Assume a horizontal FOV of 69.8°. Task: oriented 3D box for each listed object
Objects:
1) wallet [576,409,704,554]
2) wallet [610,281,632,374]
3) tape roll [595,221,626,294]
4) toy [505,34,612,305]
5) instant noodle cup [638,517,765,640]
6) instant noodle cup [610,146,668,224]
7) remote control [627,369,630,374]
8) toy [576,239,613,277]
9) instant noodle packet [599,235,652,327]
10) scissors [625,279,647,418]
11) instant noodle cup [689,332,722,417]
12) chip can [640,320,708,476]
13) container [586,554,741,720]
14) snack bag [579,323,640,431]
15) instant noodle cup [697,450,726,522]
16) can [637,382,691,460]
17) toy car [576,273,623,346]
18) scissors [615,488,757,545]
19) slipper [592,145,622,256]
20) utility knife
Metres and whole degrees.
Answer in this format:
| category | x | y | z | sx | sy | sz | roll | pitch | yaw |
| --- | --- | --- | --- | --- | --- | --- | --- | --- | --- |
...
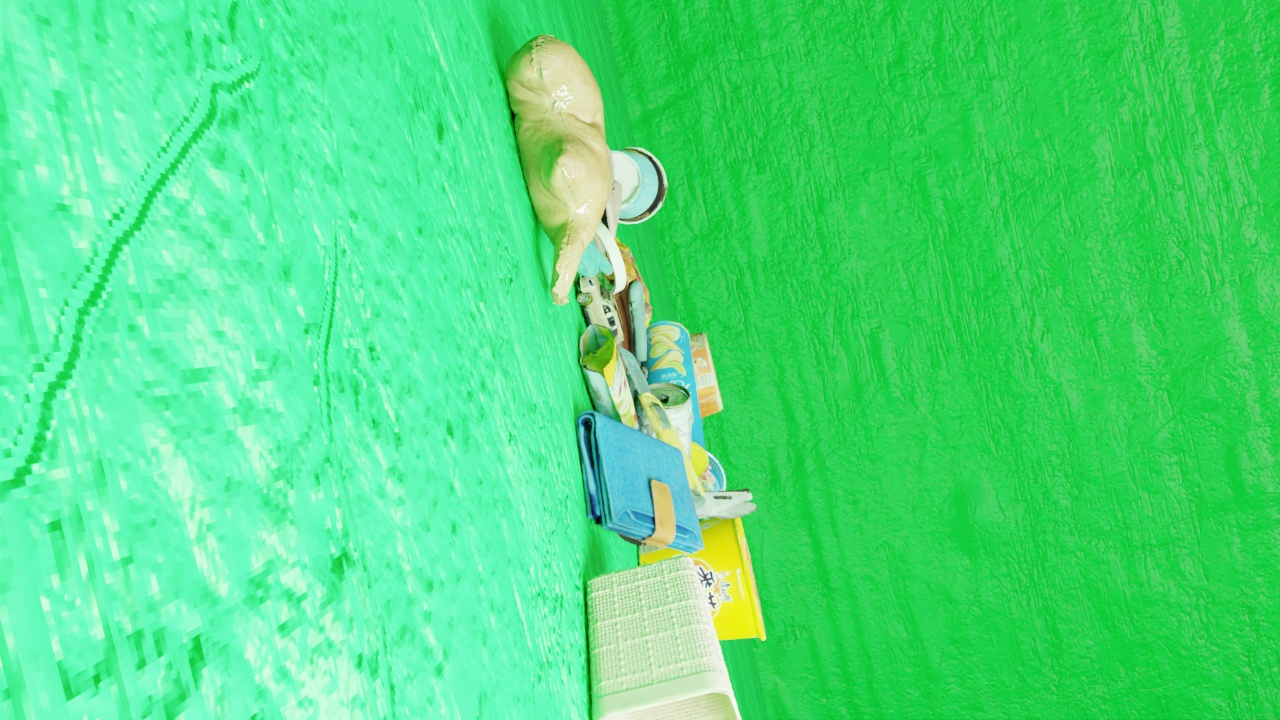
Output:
| category | x | y | z | sx | sy | sz | roll | pitch | yaw |
| --- | --- | --- | --- | --- | --- | --- | --- | --- | --- |
| wallet | 0.001 | 0.105 | 0.774 | 0.133 | 0.040 | 0.106 | 28 | 42 | -48 |
| wallet | -0.027 | -0.035 | 1.078 | 0.124 | 0.032 | 0.101 | -65 | 147 | -76 |
| tape roll | -0.043 | -0.111 | 0.983 | 0.086 | 0.013 | 0.086 | 50 | -24 | 31 |
| toy | -0.064 | -0.159 | 0.783 | 0.143 | 0.082 | 0.226 | 7 | 73 | -79 |
| instant noodle cup | 0.062 | 0.231 | 0.952 | 0.138 | 0.110 | 0.138 | -12 | 89 | -85 |
| instant noodle cup | -0.025 | -0.248 | 1.282 | 0.120 | 0.111 | 0.111 | -33 | 110 | -78 |
| remote control | -0.010 | 0.012 | 1.196 | 0.058 | 0.021 | 0.149 | 68 | 10 | -59 |
| toy | -0.057 | -0.111 | 0.904 | 0.096 | 0.030 | 0.091 | 48 | 16 | -29 |
| instant noodle packet | -0.019 | -0.101 | 1.193 | 0.128 | 0.044 | 0.111 | -92 | 157 | -72 |
| scissors | -0.006 | 0.006 | 1.022 | 0.179 | 0.019 | 0.170 | -78 | 167 | -62 |
| instant noodle cup | 0.056 | 0.028 | 1.366 | 0.151 | 0.111 | 0.151 | -12 | 89 | -84 |
| chip can | 0.037 | 0.046 | 1.128 | 0.209 | 0.071 | 0.071 | -94 | 170 | -45 |
| container | 0.014 | 0.204 | 0.629 | 0.110 | 0.090 | 0.090 | -101 | 175 | -47 |
| snack bag | -0.019 | 0.065 | 0.900 | 0.110 | 0.039 | 0.191 | -116 | -171 | -59 |
| instant noodle cup | 0.053 | 0.170 | 1.135 | 0.109 | 0.099 | 0.099 | -58 | 135 | -72 |
| can | 0.026 | 0.100 | 0.999 | 0.058 | 0.058 | 0.147 | -92 | -179 | -63 |
| toy car | -0.043 | -0.054 | 0.947 | 0.042 | 0.035 | 0.090 | -99 | 171 | -55 |
| scissors | 0.039 | 0.124 | 0.871 | 0.193 | 0.015 | 0.206 | 48 | 33 | -8 |
| slipper | -0.055 | -0.224 | 1.117 | 0.273 | 0.054 | 0.114 | -99 | 173 | -45 |
| utility knife | 0.018 | 0.062 | 0.899 | 0.031 | 0.022 | 0.219 | 16 | 30 | -38 |
